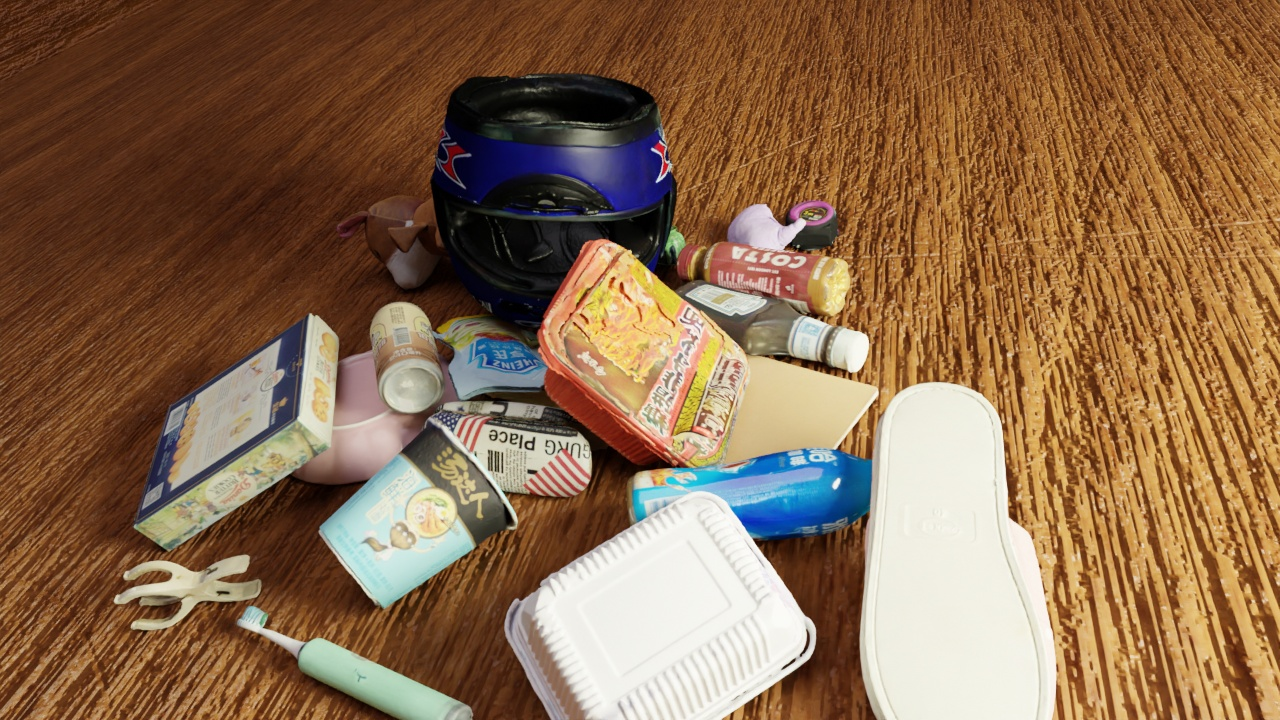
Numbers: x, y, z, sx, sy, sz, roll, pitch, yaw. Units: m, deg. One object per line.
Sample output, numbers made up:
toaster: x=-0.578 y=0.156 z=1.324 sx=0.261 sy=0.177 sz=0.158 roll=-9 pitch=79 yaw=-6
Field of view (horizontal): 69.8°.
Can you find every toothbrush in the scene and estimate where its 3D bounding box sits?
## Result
toothbrush: x=-0.210 y=0.217 z=0.646 sx=0.225 sy=0.026 sz=0.027 roll=11 pitch=63 yaw=30

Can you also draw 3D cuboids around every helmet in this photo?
helmet: x=-0.084 y=-0.147 z=0.908 sx=0.247 sy=0.241 sz=0.315 roll=0 pitch=25 yaw=-4

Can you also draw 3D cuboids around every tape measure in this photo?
tape measure: x=0.188 y=-0.146 z=1.006 sx=0.057 sy=0.039 sz=0.057 roll=0 pitch=43 yaw=17

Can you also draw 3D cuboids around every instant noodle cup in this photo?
instant noodle cup: x=0.010 y=0.162 z=0.578 sx=0.173 sy=0.060 sz=0.138 roll=-28 pitch=60 yaw=-14
instant noodle cup: x=-0.174 y=0.123 z=0.705 sx=0.120 sy=0.111 sz=0.111 roll=-40 pitch=43 yaw=-20
instant noodle cup: x=-0.005 y=0.005 z=0.763 sx=0.079 sy=0.189 sz=0.164 roll=-39 pitch=17 yaw=39

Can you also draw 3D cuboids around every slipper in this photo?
slipper: x=0.197 y=0.135 z=0.588 sx=0.114 sy=0.054 sz=0.273 roll=-2 pitch=53 yaw=12

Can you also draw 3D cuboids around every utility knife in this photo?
utility knife: x=-0.084 y=0.041 z=0.850 sx=0.199 sy=0.021 sz=0.030 roll=12 pitch=43 yaw=42

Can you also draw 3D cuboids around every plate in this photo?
plate: x=-0.265 y=0.041 z=0.891 sx=0.192 sy=0.039 sz=0.192 roll=-8 pitch=36 yaw=6

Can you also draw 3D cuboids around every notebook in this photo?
notebook: x=0.082 y=0.042 z=0.809 sx=0.208 sy=0.008 sz=0.147 roll=17 pitch=46 yaw=35

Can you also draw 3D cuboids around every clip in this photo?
clip: x=-0.359 y=0.191 z=0.736 sx=0.104 sy=0.082 sz=0.034 roll=1 pitch=32 yaw=-15

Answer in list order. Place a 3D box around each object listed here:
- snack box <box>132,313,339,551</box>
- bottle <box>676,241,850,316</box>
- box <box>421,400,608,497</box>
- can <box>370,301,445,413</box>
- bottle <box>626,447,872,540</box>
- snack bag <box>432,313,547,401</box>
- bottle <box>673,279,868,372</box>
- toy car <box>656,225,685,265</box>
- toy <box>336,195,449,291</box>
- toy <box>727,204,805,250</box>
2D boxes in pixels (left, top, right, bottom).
snack box: x=-0.366 y=0.060 z=0.847 sx=0.182 sy=0.046 sz=0.177 roll=-32 pitch=35 yaw=6
bottle: x=0.120 y=-0.086 z=0.929 sx=0.175 sy=0.057 sz=0.057 roll=13 pitch=43 yaw=31
box: x=-0.113 y=0.078 z=0.783 sx=0.163 sy=0.076 sz=0.087 roll=7 pitch=60 yaw=21
can: x=-0.218 y=-0.004 z=0.852 sx=0.058 sy=0.058 sz=0.116 roll=-19 pitch=36 yaw=-9
bottle: x=0.101 y=0.099 z=0.676 sx=0.219 sy=0.065 sz=0.065 roll=-9 pitch=36 yaw=4
snack bag: x=-0.134 y=-0.003 z=0.871 sx=0.110 sy=0.039 sz=0.191 roll=5 pitch=15 yaw=-23
bottle: x=0.117 y=-0.031 z=0.864 sx=0.195 sy=0.044 sz=0.079 roll=18 pitch=33 yaw=33
toy car: x=0.012 y=-0.134 z=1.039 sx=0.036 sy=0.043 sz=0.091 roll=-36 pitch=41 yaw=-29
toy: x=-0.253 y=-0.144 z=1.090 sx=0.200 sy=0.140 sz=0.130 roll=7 pitch=82 yaw=28
toy: x=0.130 y=-0.138 z=1.001 sx=0.084 sy=0.039 sz=0.108 roll=-48 pitch=29 yaw=11
